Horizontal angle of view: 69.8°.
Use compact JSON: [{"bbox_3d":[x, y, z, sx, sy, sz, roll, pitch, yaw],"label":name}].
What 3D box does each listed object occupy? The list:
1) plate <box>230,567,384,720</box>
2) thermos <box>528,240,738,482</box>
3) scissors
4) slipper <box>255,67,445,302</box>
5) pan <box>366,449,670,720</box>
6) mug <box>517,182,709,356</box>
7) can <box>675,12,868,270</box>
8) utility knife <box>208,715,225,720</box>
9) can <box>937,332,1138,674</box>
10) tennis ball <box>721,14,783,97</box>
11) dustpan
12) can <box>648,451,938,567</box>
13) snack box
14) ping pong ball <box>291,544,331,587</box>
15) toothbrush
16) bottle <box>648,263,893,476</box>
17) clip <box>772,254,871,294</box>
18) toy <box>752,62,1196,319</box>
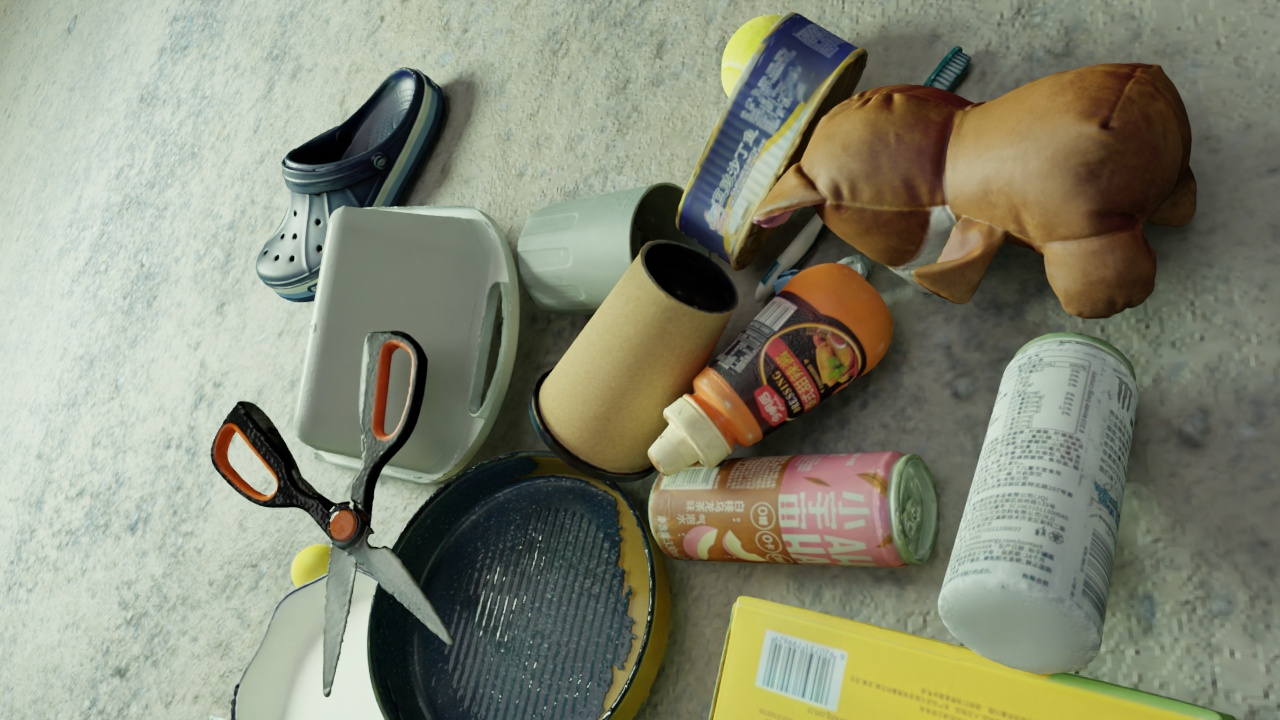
[{"bbox_3d":[-0.216,0.254,0.658,0.205,0.045,0.204,-16,62,33],"label":"plate"},{"bbox_3d":[-0.003,0.003,0.539,0.144,0.093,0.093,-58,44,35],"label":"thermos"},{"bbox_3d":[-0.189,0.085,0.579,0.233,0.021,0.220,18,82,21],"label":"scissors"},{"bbox_3d":[-0.277,-0.167,0.851,0.253,0.095,0.105,-54,46,3],"label":"slipper"},{"bbox_3d":[-0.097,0.217,0.519,0.198,0.078,0.356,-1,64,26],"label":"pan"},{"bbox_3d":[-0.018,-0.051,0.615,0.104,0.083,0.124,0,97,39],"label":"mug"},{"bbox_3d":[0.074,-0.126,0.544,0.049,0.074,0.148,36,123,13],"label":"can"},{"bbox_3d":[-0.234,0.267,0.621,0.224,0.018,0.034,-3,71,35],"label":"utility knife"},{"bbox_3d":[0.171,0.055,0.387,0.058,0.058,0.146,-3,39,37],"label":"can"},{"bbox_3d":[0.085,-0.188,0.592,0.066,0.065,0.065,-16,63,33],"label":"tennis ball"},{"bbox_3d":[-0.176,-0.014,0.706,0.258,0.142,0.222,177,103,-78],"label":"dustpan"},{"bbox_3d":[0.078,0.080,0.492,0.148,0.058,0.057,-7,68,36],"label":"can"},{"bbox_3d":[0.127,0.203,0.394,0.210,0.070,0.157,4,75,38],"label":"snack box"},{"bbox_3d":[-0.256,0.166,0.728,0.040,0.040,0.040,-16,63,33],"label":"ping pong ball"},{"bbox_3d":[0.133,-0.109,0.555,0.018,0.016,0.192,44,100,30],"label":"toothbrush"},{"bbox_3d":[0.066,0.011,0.500,0.149,0.067,0.067,-39,49,-7],"label":"bottle"},{"bbox_3d":[0.108,-0.046,0.542,0.058,0.036,0.025,-18,99,28],"label":"clip"},{"bbox_3d":[0.164,-0.087,0.463,0.200,0.131,0.139,16,43,37],"label":"toy"}]
